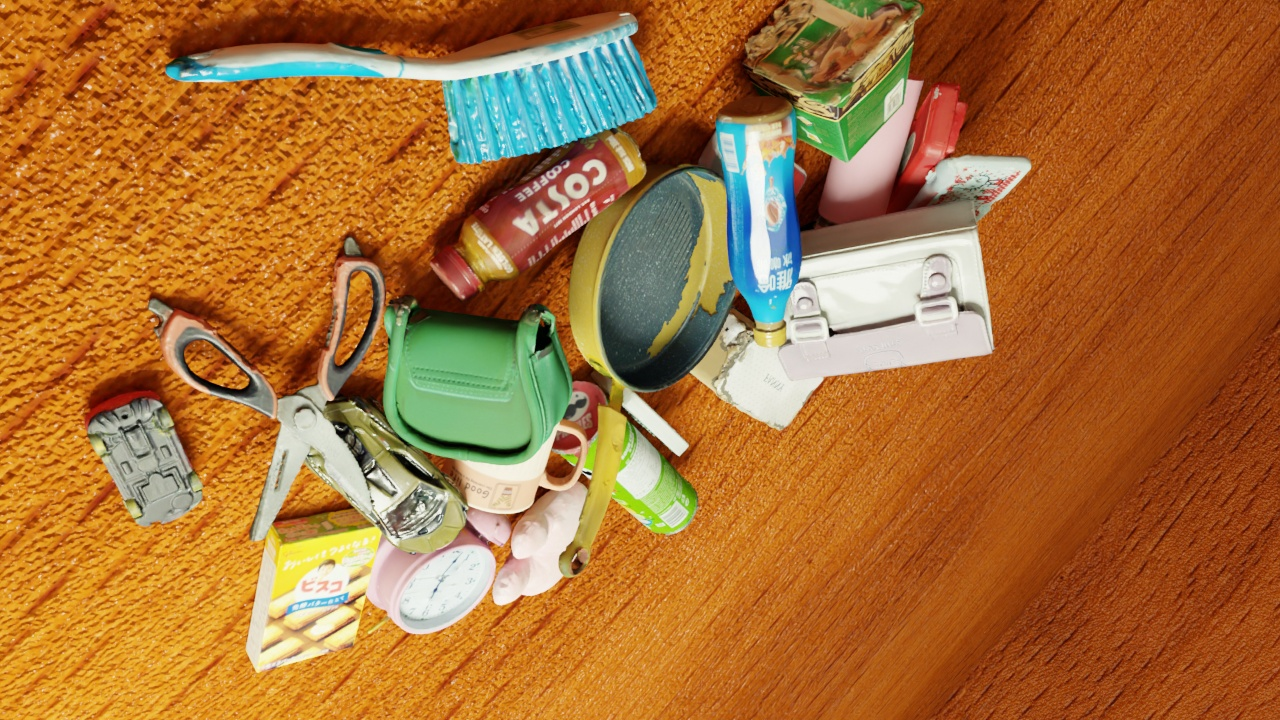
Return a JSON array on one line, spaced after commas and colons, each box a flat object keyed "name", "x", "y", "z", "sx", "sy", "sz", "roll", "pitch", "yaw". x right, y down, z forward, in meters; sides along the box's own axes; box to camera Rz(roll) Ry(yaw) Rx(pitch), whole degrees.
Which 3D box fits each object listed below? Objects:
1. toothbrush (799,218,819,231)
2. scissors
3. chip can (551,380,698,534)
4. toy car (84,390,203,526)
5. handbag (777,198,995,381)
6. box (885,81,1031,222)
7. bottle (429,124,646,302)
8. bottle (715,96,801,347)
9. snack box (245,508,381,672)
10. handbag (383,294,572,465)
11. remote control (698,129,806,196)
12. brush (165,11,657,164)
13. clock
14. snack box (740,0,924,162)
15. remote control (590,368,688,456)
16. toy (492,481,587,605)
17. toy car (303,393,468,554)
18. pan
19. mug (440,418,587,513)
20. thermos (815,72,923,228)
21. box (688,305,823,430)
[{"name": "toothbrush", "x": 0.123, "y": -0.106, "z": 0.924, "sx": 0.185, "sy": 0.012, "sz": 0.017, "roll": -29, "pitch": 138, "yaw": -25}, {"name": "scissors", "x": -0.236, "y": 0.021, "z": 0.641, "sx": 0.188, "sy": 0.015, "sz": 0.223, "roll": -43, "pitch": 125, "yaw": -18}, {"name": "chip can", "x": -0.015, "y": 0.105, "z": 0.914, "sx": 0.072, "sy": 0.072, "sz": 0.236, "roll": -46, "pitch": 142, "yaw": -4}, {"name": "toy car", "x": -0.330, "y": 0.067, "z": 0.613, "sx": 0.049, "sy": 0.031, "sz": 0.106, "roll": -26, "pitch": 135, "yaw": -26}, {"name": "handbag", "x": 0.224, "y": -0.057, "z": 0.871, "sx": 0.098, "sy": 0.197, "sz": 0.145, "roll": -69, "pitch": 143, "yaw": -52}, {"name": "box", "x": 0.301, "y": -0.180, "z": 0.886, "sx": 0.201, "sy": 0.102, "sz": 0.095, "roll": 73, "pitch": 31, "yaw": -81}, {"name": "bottle", "x": -0.077, "y": -0.111, "z": 0.690, "sx": 0.174, "sy": 0.057, "sz": 0.057, "roll": -40, "pitch": 140, "yaw": -12}, {"name": "bottle", "x": 0.106, "y": -0.111, "z": 0.789, "sx": 0.065, "sy": 0.065, "sz": 0.219, "roll": -27, "pitch": 124, "yaw": -26}, {"name": "snack box", "x": -0.274, "y": 0.191, "z": 0.769, "sx": 0.086, "sy": 0.034, "sz": 0.141, "roll": -4, "pitch": 121, "yaw": -43}, {"name": "handbag", "x": -0.122, "y": 0.010, "z": 0.671, "sx": 0.067, "sy": 0.131, "sz": 0.120, "roll": -63, "pitch": 154, "yaw": -53}, {"name": "remote control", "x": 0.106, "y": -0.174, "z": 0.845, "sx": 0.135, "sy": 0.020, "sz": 0.056, "roll": 20, "pitch": 107, "yaw": -50}, {"name": "brush", "x": -0.128, "y": -0.178, "z": 0.598, "sx": 0.313, "sy": 0.060, "sz": 0.110, "roll": -24, "pitch": 130, "yaw": -25}, {"name": "clock", "x": -0.179, "y": 0.173, "z": 0.823, "sx": 0.117, "sy": 0.060, "sz": 0.159, "roll": 11, "pitch": 111, "yaw": -48}, {"name": "snack box", "x": 0.166, "y": -0.239, "z": 0.777, "sx": 0.118, "sy": 0.117, "sz": 0.105, "roll": -47, "pitch": 145, "yaw": -7}, {"name": "remote control", "x": 0.000, "y": 0.050, "z": 0.898, "sx": 0.019, "sy": 0.056, "sz": 0.135, "roll": -48, "pitch": 142, "yaw": -2}, {"name": "toy", "x": -0.094, "y": 0.175, "z": 0.881, "sx": 0.121, "sy": 0.054, "sz": 0.159, "roll": -69, "pitch": 166, "yaw": 7}, {"name": "toy car", "x": -0.198, "y": 0.091, "z": 0.717, "sx": 0.070, "sy": 0.042, "sz": 0.158, "roll": -42, "pitch": 114, "yaw": -4}, {"name": "pan", "x": -0.005, "y": 0.004, "z": 0.771, "sx": 0.197, "sy": 0.078, "sz": 0.357, "roll": 35, "pitch": 79, "yaw": -53}, {"name": "mug", "x": -0.101, "y": 0.068, "z": 0.779, "sx": 0.114, "sy": 0.081, "sz": 0.106, "roll": 18, "pitch": 109, "yaw": -11}, {"name": "thermos", "x": 0.221, "y": -0.185, "z": 0.905, "sx": 0.087, "sy": 0.067, "sz": 0.199, "roll": -37, "pitch": 142, "yaw": -54}, {"name": "box", "x": 0.128, "y": 0.013, "z": 0.989, "sx": 0.090, "sy": 0.062, "sz": 0.184, "roll": -52, "pitch": 143, "yaw": 4}]
